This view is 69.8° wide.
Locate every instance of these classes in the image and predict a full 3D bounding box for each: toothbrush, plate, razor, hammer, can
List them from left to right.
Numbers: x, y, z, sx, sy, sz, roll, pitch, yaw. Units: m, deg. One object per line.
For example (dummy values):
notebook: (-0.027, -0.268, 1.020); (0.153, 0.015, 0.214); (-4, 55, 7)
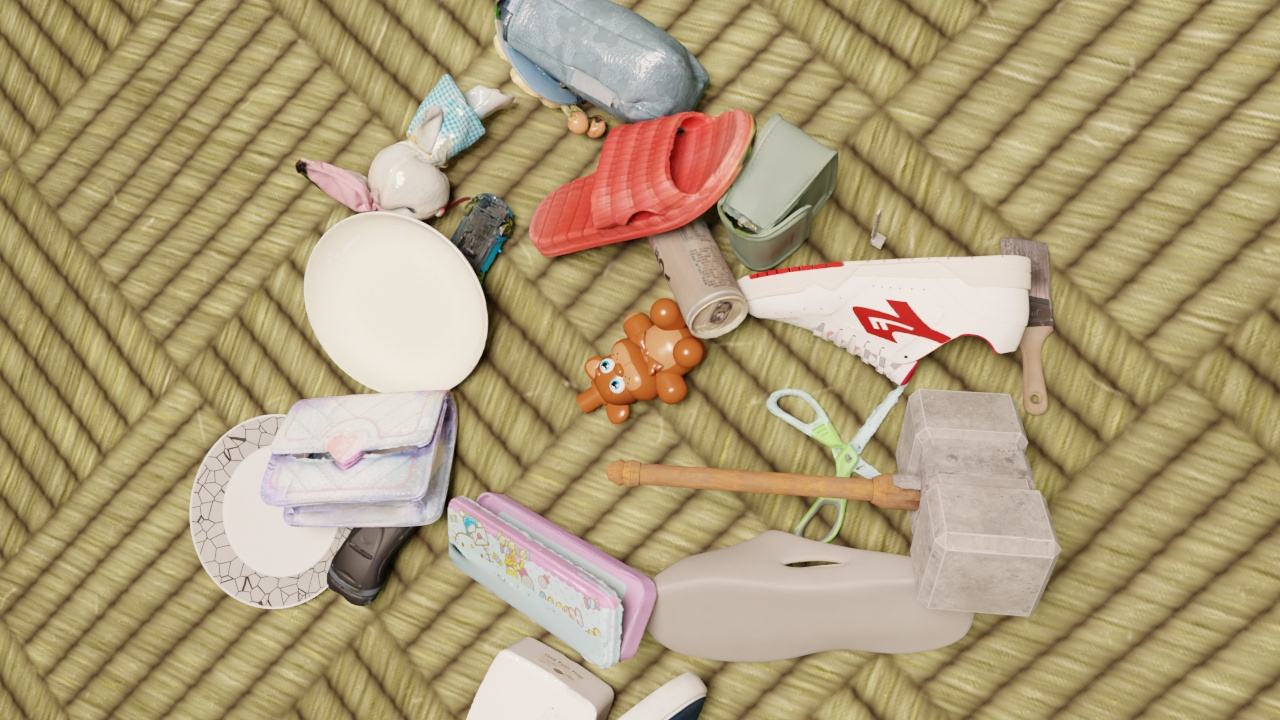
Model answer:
plate: (-0.359, 0.149, 0.909); (0.189, 0.016, 0.188); (-1, 85, 13)
razor: (-0.239, 0.163, 0.868); (0.053, 0.064, 0.140); (30, 77, 14)
plate: (-0.225, -0.053, 0.862); (0.182, 0.034, 0.182); (5, 114, 11)
can: (0.044, -0.087, 0.796); (0.054, 0.054, 0.135); (-28, 58, 9)
hammer: (0.131, 0.096, 0.704); (0.318, 0.162, 0.083); (3, 129, 6)
toothbrush: (0.189, -0.102, 0.720); (0.010, 0.181, 0.010); (31, 97, 11)

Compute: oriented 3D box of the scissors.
scissors: (0.179, 0.084, 0.792); (0.172, 0.021, 0.171); (34, 89, 15)

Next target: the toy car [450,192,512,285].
toy car: (-0.157, -0.108, 0.876); (0.048, 0.032, 0.105); (31, 98, 14)

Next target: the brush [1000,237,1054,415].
brush: (0.326, -0.030, 0.769); (0.039, 0.012, 0.151); (-2, 85, 12)

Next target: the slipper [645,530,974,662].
slipper: (0.134, 0.187, 0.765); (0.266, 0.080, 0.113); (-8, 127, 18)

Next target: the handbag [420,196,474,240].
handbag: (-0.206, -0.116, 0.895); (0.119, 0.029, 0.055); (-44, 79, 1)

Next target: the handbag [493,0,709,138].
handbag: (-0.042, -0.264, 0.827); (0.192, 0.121, 0.119); (35, 110, 12)

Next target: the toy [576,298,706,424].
toy: (-0.005, 0.005, 0.818); (0.128, 0.065, 0.095); (-33, 70, 14)

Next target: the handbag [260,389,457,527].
handbag: (-0.256, 0.083, 0.843); (0.159, 0.069, 0.126); (-3, 56, 9)

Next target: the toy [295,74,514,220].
toy: (-0.204, -0.192, 0.875); (0.205, 0.131, 0.105); (-32, 101, -3)

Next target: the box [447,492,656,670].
box: (-0.087, 0.183, 0.786); (0.214, 0.065, 0.078); (21, 103, 38)

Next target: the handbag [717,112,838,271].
handbag: (0.115, -0.134, 0.772); (0.067, 0.122, 0.106); (36, 90, 12)

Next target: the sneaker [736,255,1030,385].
sneaker: (0.199, -0.032, 0.768); (0.237, 0.090, 0.104); (-1, 96, 12)

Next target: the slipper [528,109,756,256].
slipper: (-0.016, -0.153, 0.778); (0.249, 0.059, 0.103); (-15, 51, 39)

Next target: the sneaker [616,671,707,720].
sneaker: (-0.014, 0.399, 0.765); (0.127, 0.120, 0.295); (36, 97, 26)

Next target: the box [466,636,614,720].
box: (-0.083, 0.313, 0.824); (0.107, 0.091, 0.102); (26, 99, 19)
